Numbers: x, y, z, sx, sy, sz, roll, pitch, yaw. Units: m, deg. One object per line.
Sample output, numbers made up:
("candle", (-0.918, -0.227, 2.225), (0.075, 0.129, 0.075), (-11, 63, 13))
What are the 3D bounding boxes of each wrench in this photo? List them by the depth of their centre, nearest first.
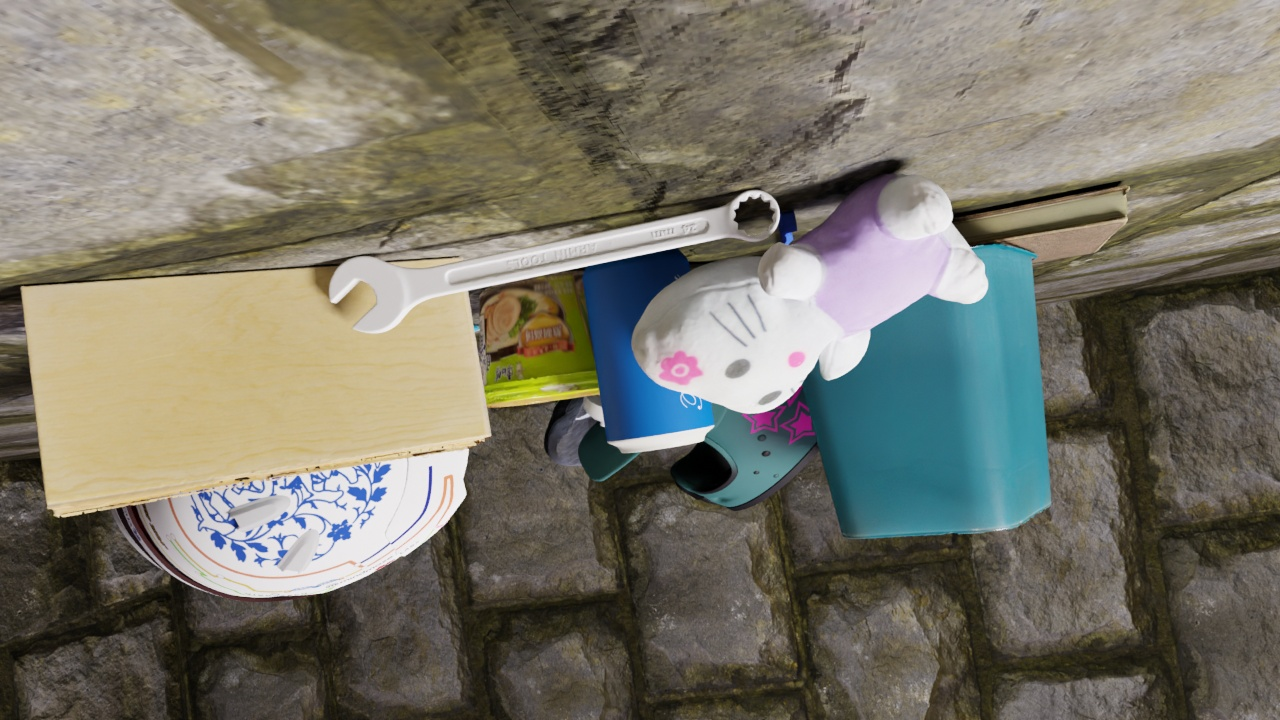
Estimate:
("wrench", (-0.053, -0.061, 0.546), (0.273, 0.047, 0.009), (-11, 177, 4))

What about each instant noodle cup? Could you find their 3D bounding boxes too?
("instant noodle cup", (-0.070, -0.018, 0.769), (0.146, 0.098, 0.146), (-8, 176, -1))

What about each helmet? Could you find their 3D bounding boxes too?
("helmet", (-0.304, 0.087, 0.787), (0.314, 0.231, 0.236), (-14, -177, -14))
("helmet", (0.071, 0.034, 0.947), (0.275, 0.200, 0.176), (-51, -161, 24))

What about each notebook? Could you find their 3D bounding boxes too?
("notebook", (0.321, -0.106, 0.826), (0.190, 0.034, 0.215), (-9, 176, 20))

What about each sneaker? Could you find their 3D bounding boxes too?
("sneaker", (-0.090, 0.031, 1.196), (0.151, 0.097, 0.251), (7, -143, 26))

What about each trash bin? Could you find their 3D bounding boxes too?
("trash bin", (0.246, 0.030, 0.792), (0.197, 0.218, 0.198), (-11, 175, 37))

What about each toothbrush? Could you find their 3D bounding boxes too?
("toothbrush", (0.110, -0.093, 0.685), (0.011, 0.016, 0.186), (-11, 179, 9))

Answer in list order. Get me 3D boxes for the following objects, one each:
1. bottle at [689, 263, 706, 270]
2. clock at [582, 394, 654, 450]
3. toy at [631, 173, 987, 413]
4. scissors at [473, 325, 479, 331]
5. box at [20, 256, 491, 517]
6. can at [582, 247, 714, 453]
("bottle", (0.053, -0.054, 0.797), (0.108, 0.060, 0.060), (-6, 176, -36))
("clock", (-0.005, 0.005, 0.850), (0.120, 0.159, 0.060), (-11, -175, 39))
("toy", (0.100, -0.041, 0.580), (0.210, 0.085, 0.137), (-29, 144, 21))
("scissors", (-0.187, -0.033, 1.001), (0.127, 0.014, 0.127), (-16, 177, 39))
("box", (-0.231, 0.012, 0.578), (0.248, 0.128, 0.092), (-8, 177, -25))
("can", (0.005, -0.009, 0.668), (0.079, 0.146, 0.079), (-9, 177, -1))
